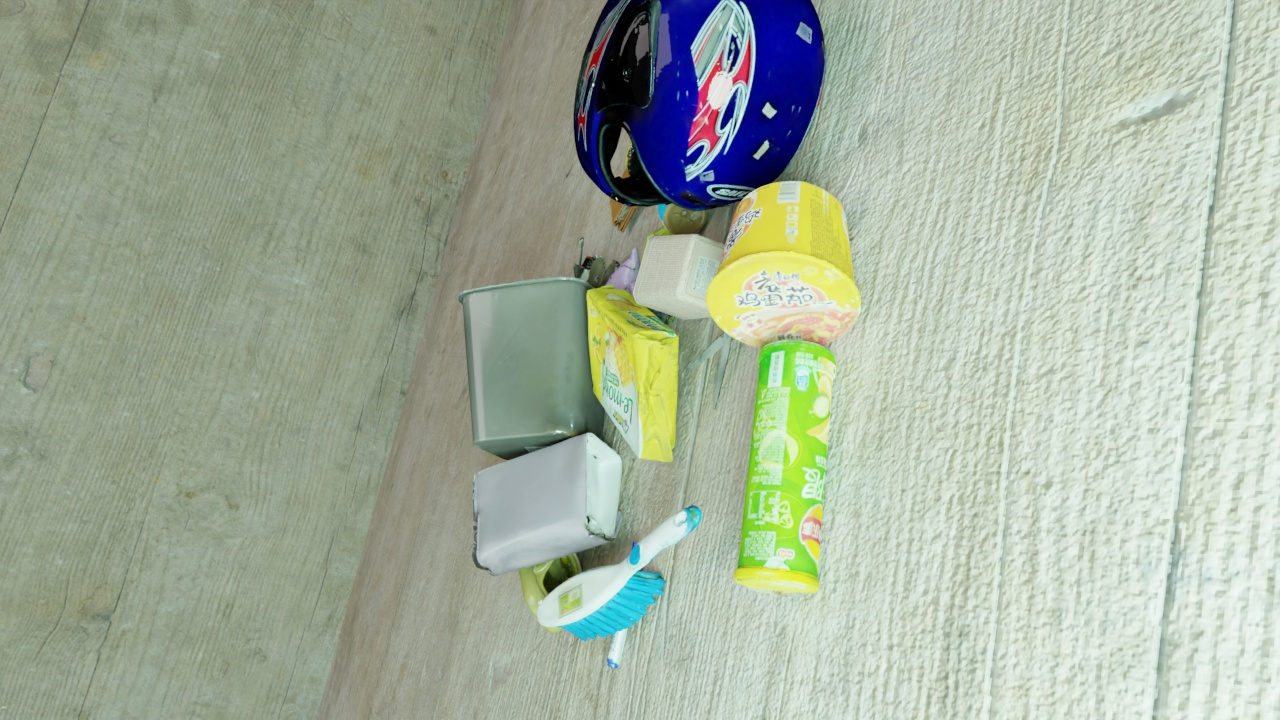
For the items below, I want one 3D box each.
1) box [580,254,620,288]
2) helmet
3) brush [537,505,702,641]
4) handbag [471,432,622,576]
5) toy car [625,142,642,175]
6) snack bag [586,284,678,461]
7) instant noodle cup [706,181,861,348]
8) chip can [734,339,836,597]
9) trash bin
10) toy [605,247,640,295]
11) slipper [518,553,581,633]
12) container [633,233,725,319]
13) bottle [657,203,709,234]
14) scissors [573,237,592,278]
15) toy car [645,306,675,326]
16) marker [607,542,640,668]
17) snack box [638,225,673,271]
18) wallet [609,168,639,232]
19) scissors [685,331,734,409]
[{"bbox_3d":[-0.067,-0.082,1.451,0.074,0.081,0.163,-8,-64,-79],"label":"box"},{"bbox_3d":[0.070,-0.287,1.013,0.240,0.246,0.316,48,128,40],"label":"helmet"},{"bbox_3d":[-0.011,0.234,0.994,0.315,0.109,0.060,-35,46,36],"label":"brush"},{"bbox_3d":[-0.124,0.196,1.213,0.197,0.098,0.144,-22,44,27],"label":"handbag"},{"bbox_3d":[0.042,-0.288,1.207,0.041,0.155,0.071,45,157,36],"label":"toy car"},{"bbox_3d":[-0.007,0.007,1.141,0.246,0.068,0.158,-131,35,-63],"label":"snack bag"},{"bbox_3d":[0.135,-0.091,0.857,0.138,0.138,0.109,-45,27,49],"label":"instant noodle cup"},{"bbox_3d":[0.129,0.090,0.805,0.073,0.072,0.221,-29,48,60],"label":"chip can"},{"bbox_3d":[-0.143,0.020,1.306,0.198,0.199,0.219,44,-138,-68],"label":"trash bin"},{"bbox_3d":[-0.025,-0.109,1.366,0.108,0.039,0.083,-33,56,57],"label":"toy"},{"bbox_3d":[-0.116,0.294,1.248,0.081,0.091,0.190,-32,19,1],"label":"slipper"},{"bbox_3d":[0.061,-0.100,1.091,0.111,0.089,0.090,7,81,65],"label":"container"},{"bbox_3d":[0.042,-0.248,1.273,0.065,0.065,0.218,-61,25,28],"label":"bottle"},{"bbox_3d":[-0.098,-0.134,1.498,0.221,0.015,0.190,-70,-5,-63],"label":"scissors"},{"bbox_3d":[0.037,-0.094,1.201,0.105,0.048,0.032,-66,-7,17],"label":"toy car"},{"bbox_3d":[-0.017,0.287,1.080,0.017,0.017,0.145,-12,63,65],"label":"marker"},{"bbox_3d":[0.020,-0.109,1.275,0.086,0.026,0.156,-14,61,65],"label":"snack box"},{"bbox_3d":[-0.009,-0.283,1.469,0.132,0.031,0.107,-59,23,33],"label":"wallet"},{"bbox_3d":[0.102,-0.031,1.008,0.160,0.014,0.181,5,95,55],"label":"scissors"}]
